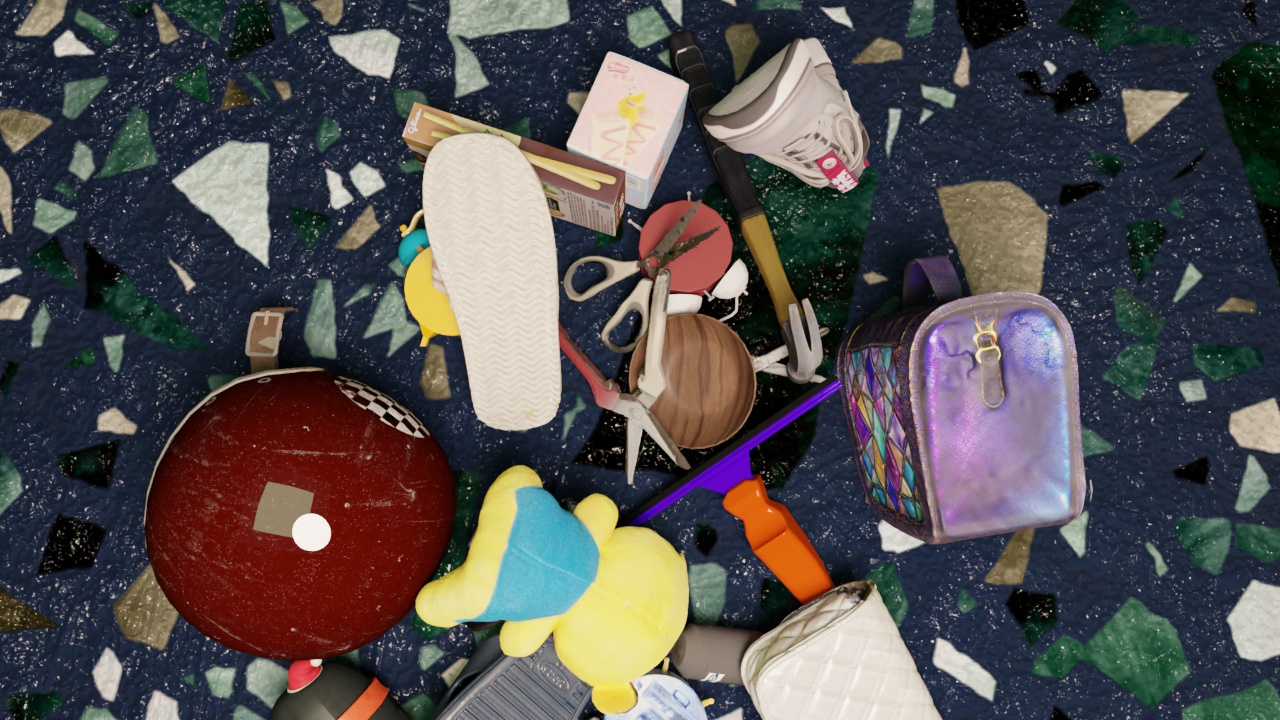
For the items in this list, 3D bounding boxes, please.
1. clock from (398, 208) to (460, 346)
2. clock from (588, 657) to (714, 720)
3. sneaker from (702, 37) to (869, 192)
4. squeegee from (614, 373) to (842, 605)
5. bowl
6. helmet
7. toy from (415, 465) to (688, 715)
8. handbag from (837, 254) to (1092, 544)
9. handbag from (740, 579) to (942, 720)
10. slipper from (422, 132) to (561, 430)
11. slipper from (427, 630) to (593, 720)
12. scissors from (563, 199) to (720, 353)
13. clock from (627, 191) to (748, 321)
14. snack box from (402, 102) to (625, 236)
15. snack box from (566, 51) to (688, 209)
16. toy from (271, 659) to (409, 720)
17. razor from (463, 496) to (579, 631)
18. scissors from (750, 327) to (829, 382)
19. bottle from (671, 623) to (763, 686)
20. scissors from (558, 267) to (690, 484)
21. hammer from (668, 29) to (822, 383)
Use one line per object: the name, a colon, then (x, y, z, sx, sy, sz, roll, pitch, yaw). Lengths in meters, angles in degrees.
clock: (-0.169, -0.078, 0.832, 0.099, 0.043, 0.129, -1, 91, -1)
clock: (0.002, 0.320, 0.783, 0.089, 0.052, 0.125, 43, 85, 3)
sneaker: (0.135, -0.190, 0.761, 0.097, 0.262, 0.128, -36, 94, 27)
squeegee: (0.120, 0.157, 0.802, 0.250, 0.055, 0.185, -37, 87, 14)
bowl: (0.050, 0.017, 0.814, 0.119, 0.032, 0.119, 3, 97, 25)
helmet: (-0.264, 0.108, 0.735, 0.234, 0.253, 0.233, 24, 93, -6)
toy: (-0.048, 0.181, 0.721, 0.214, 0.084, 0.148, 35, 76, -23)
handbag: (0.250, 0.025, 0.748, 0.125, 0.205, 0.222, -9, 90, -2)
handbag: (0.173, 0.293, 0.760, 0.138, 0.072, 0.195, -28, 99, -11)
slipper: (-0.124, -0.065, 0.789, 0.115, 0.052, 0.263, -7, 112, 1)
slipper: (-0.098, 0.273, 0.778, 0.101, 0.083, 0.263, 49, 66, -14)
scissors: (-0.005, -0.080, 0.809, 0.154, 0.012, 0.164, 21, 116, 21)
clock: (0.044, -0.090, 0.834, 0.087, 0.044, 0.124, -26, 84, -4)
snack box: (-0.106, -0.166, 0.812, 0.186, 0.101, 0.031, 18, 83, 1)
snack box: (-0.012, -0.203, 0.822, 0.079, 0.093, 0.094, 24, 84, 2)
toy: (-0.256, 0.299, 0.759, 0.099, 0.098, 0.119, -39, 94, -18)
razor: (-0.099, 0.179, 0.791, 0.140, 0.064, 0.053, -41, 85, -6)
scissors: (0.094, -0.006, 0.841, 0.165, 0.014, 0.141, 43, 87, 5)
bottle: (0.082, 0.254, 0.788, 0.112, 0.047, 0.047, 14, 83, -22)
scissors: (-0.009, 0.004, 0.811, 0.199, 0.015, 0.180, 42, 113, 14)
hammer: (0.090, -0.145, 0.809, 0.025, 0.118, 0.332, -19, 76, 0)
